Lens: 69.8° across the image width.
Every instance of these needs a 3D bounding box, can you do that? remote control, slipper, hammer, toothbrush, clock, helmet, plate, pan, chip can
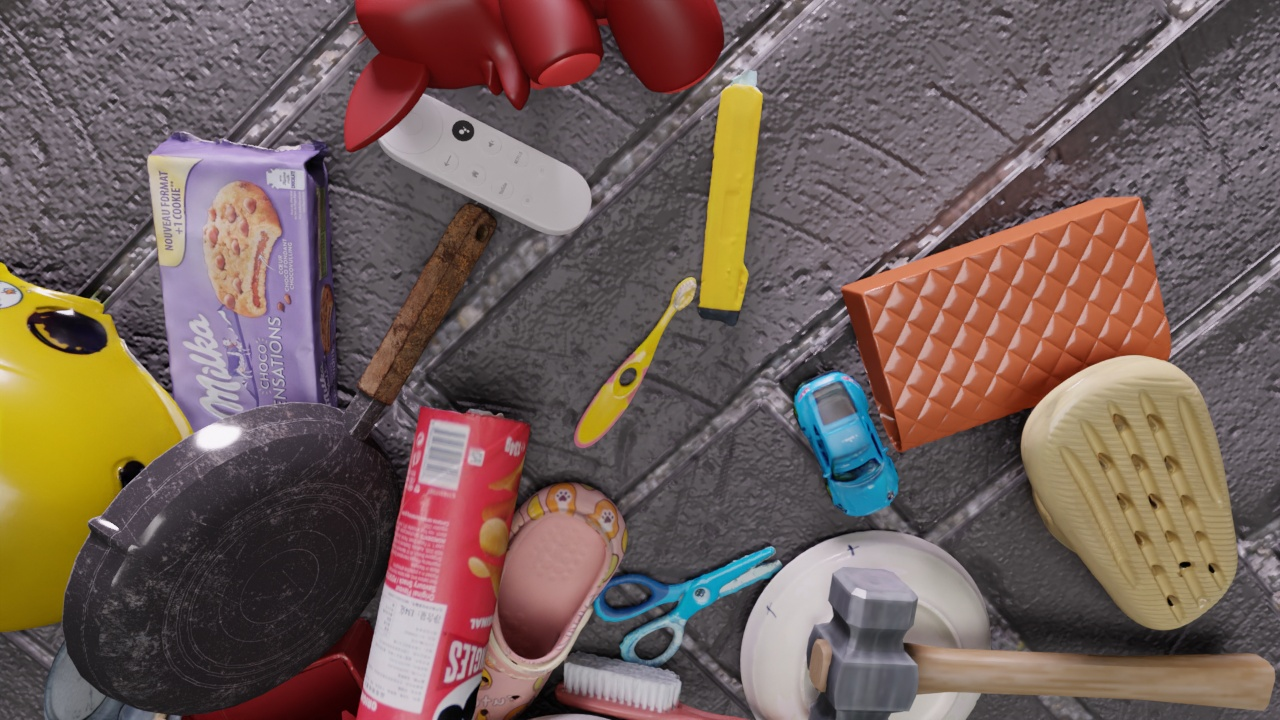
[{"bbox_3d":[-0.093,-0.118,0.550,0.136,0.013,0.043,25,76,-8],"label":"remote control"},{"bbox_3d":[0.312,0.080,0.595,0.111,0.079,0.261,-38,122,6],"label":"slipper"},{"bbox_3d":[0.268,0.206,0.604,0.322,0.051,0.117,5,99,-10],"label":"hammer"},{"bbox_3d":[-0.082,0.171,0.603,0.093,0.081,0.197,31,100,-8],"label":"slipper"},{"bbox_3d":[-0.004,0.003,0.592,0.021,0.016,0.135,32,102,-14],"label":"toothbrush"},{"bbox_3d":[-0.324,0.202,0.590,0.130,0.090,0.052,-15,147,23],"label":"clock"},{"bbox_3d":[-0.385,0.062,0.510,0.240,0.139,0.209,27,103,9],"label":"helmet"},{"bbox_3d":[0.161,0.209,0.633,0.182,0.034,0.182,-1,100,-6],"label":"plate"},{"bbox_3d":[-0.179,0.057,0.541,0.040,0.207,0.356,30,85,32],"label":"pan"},{"bbox_3d":[-0.120,0.143,0.546,0.073,0.073,0.233,11,85,-5],"label":"chip can"}]

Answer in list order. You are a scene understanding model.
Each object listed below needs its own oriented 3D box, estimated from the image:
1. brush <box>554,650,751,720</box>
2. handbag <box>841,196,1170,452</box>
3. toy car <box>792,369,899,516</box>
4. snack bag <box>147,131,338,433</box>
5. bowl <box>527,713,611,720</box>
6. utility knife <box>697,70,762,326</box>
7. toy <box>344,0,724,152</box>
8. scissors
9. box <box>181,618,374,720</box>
[{"bbox_3d":[0.025,0.232,0.626,0.172,0.041,0.030,9,95,12],"label":"brush"},{"bbox_3d":[0.224,-0.021,0.568,0.172,0.060,0.109,-19,100,1],"label":"handbag"},{"bbox_3d":[0.137,0.058,0.603,0.048,0.032,0.105,-24,106,4],"label":"toy car"},{"bbox_3d":[-0.231,-0.031,0.556,0.096,0.058,0.206,5,108,1],"label":"snack bag"},{"bbox_3d":[-0.064,0.300,0.634,0.176,0.066,0.177,-7,122,-12],"label":"bowl"},{"bbox_3d":[0.057,-0.099,0.567,0.030,0.017,0.156,4,106,-8],"label":"utility knife"},{"bbox_3d":[-0.066,-0.197,0.483,0.197,0.120,0.158,-16,68,12],"label":"toy"},{"bbox_3d":[0.034,0.158,0.637,0.140,0.015,0.083,-32,104,9],"label":"scissors"},{"bbox_3d":[-0.238,0.270,0.626,0.157,0.122,0.137,-23,123,1],"label":"box"}]
